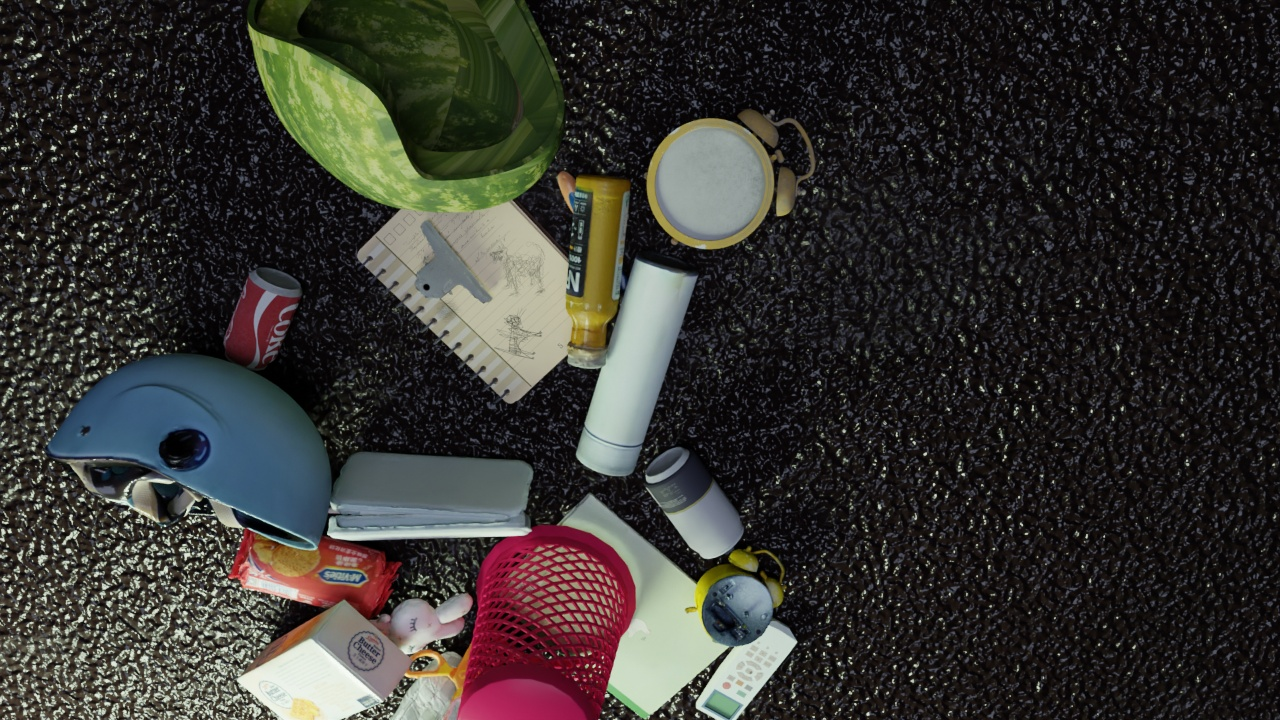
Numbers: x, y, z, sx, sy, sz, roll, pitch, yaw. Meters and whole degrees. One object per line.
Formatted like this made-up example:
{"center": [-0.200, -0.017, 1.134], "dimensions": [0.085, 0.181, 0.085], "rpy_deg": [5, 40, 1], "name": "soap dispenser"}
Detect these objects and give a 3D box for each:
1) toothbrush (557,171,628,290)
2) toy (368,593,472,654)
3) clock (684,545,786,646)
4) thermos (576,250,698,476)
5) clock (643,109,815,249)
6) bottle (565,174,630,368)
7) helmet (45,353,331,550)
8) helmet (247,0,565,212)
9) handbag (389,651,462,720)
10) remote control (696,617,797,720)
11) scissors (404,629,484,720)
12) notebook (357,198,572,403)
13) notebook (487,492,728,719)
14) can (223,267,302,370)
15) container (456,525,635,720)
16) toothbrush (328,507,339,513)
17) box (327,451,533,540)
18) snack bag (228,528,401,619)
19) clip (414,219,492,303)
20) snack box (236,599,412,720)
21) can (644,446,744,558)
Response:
{"center": [-0.046, -0.130, 0.926], "dimensions": [0.021, 0.017, 0.135], "rpy_deg": [-28, 103, 5], "name": "toothbrush"}
{"center": [-0.251, 0.296, 1.026], "dimensions": [0.125, 0.037, 0.076], "rpy_deg": [-3, 128, -29], "name": "toy"}
{"center": [0.112, 0.263, 1.026], "dimensions": [0.118, 0.057, 0.083], "rpy_deg": [-42, 101, -1], "name": "clock"}
{"center": [-0.006, 0.006, 0.942], "dimensions": [0.068, 0.067, 0.230], "rpy_deg": [17, 108, -5], "name": "thermos"}
{"center": [0.087, -0.174, 0.873], "dimensions": [0.159, 0.081, 0.117], "rpy_deg": [-21, 96, 17], "name": "clock"}
{"center": [-0.045, -0.086, 0.900], "dimensions": [0.053, 0.053, 0.186], "rpy_deg": [6, 104, -2], "name": "bottle"}
{"center": [-0.418, 0.088, 0.900], "dimensions": [0.265, 0.226, 0.166], "rpy_deg": [23, 70, 3], "name": "helmet"}
{"center": [-0.192, -0.239, 0.776], "dimensions": [0.247, 0.244, 0.213], "rpy_deg": [44, 67, -48], "name": "helmet"}
{"center": [-0.237, 0.431, 1.055], "dimensions": [0.112, 0.123, 0.172], "rpy_deg": [33, 102, 2], "name": "handbag"}
{"center": [0.125, 0.361, 1.080], "dimensions": [0.049, 0.024, 0.143], "rpy_deg": [32, 104, -10], "name": "remote control"}
{"center": [-0.202, 0.359, 1.027], "dimensions": [0.125, 0.128, 0.011], "rpy_deg": [6, 146, -22], "name": "scissors"}
{"center": [-0.159, -0.077, 0.939], "dimensions": [0.167, 0.024, 0.225], "rpy_deg": [-41, 103, 11], "name": "notebook"}
{"center": [-0.026, 0.292, 1.066], "dimensions": [0.252, 0.010, 0.182], "rpy_deg": [41, 104, -12], "name": "notebook"}
{"center": [-0.386, -0.042, 0.936], "dimensions": [0.054, 0.054, 0.097], "rpy_deg": [26, 106, -8], "name": "can"}
{"center": [-0.102, 0.307, 0.948], "dimensions": [0.183, 0.225, 0.183], "rpy_deg": [1, 109, 3], "name": "container"}
{"center": [-0.312, 0.169, 1.024], "dimensions": [0.181, 0.018, 0.016], "rpy_deg": [-1, 109, 0], "name": "toothbrush"}
{"center": [-0.218, 0.135, 0.976], "dimensions": [0.216, 0.108, 0.109], "rpy_deg": [-1, 81, -3], "name": "box"}
{"center": [-0.359, 0.233, 1.017], "dimensions": [0.176, 0.082, 0.082], "rpy_deg": [17, 107, -5], "name": "snack bag"}
{"center": [-0.198, -0.083, 0.908], "dimensions": [0.054, 0.038, 0.101], "rpy_deg": [-40, 103, -3], "name": "clip"}
{"center": [-0.353, 0.343, 1.016], "dimensions": [0.104, 0.057, 0.208], "rpy_deg": [47, 130, -12], "name": "snack box"}
{"center": [0.061, 0.158, 0.992], "dimensions": [0.064, 0.064, 0.127], "rpy_deg": [-33, 105, 10], "name": "can"}
